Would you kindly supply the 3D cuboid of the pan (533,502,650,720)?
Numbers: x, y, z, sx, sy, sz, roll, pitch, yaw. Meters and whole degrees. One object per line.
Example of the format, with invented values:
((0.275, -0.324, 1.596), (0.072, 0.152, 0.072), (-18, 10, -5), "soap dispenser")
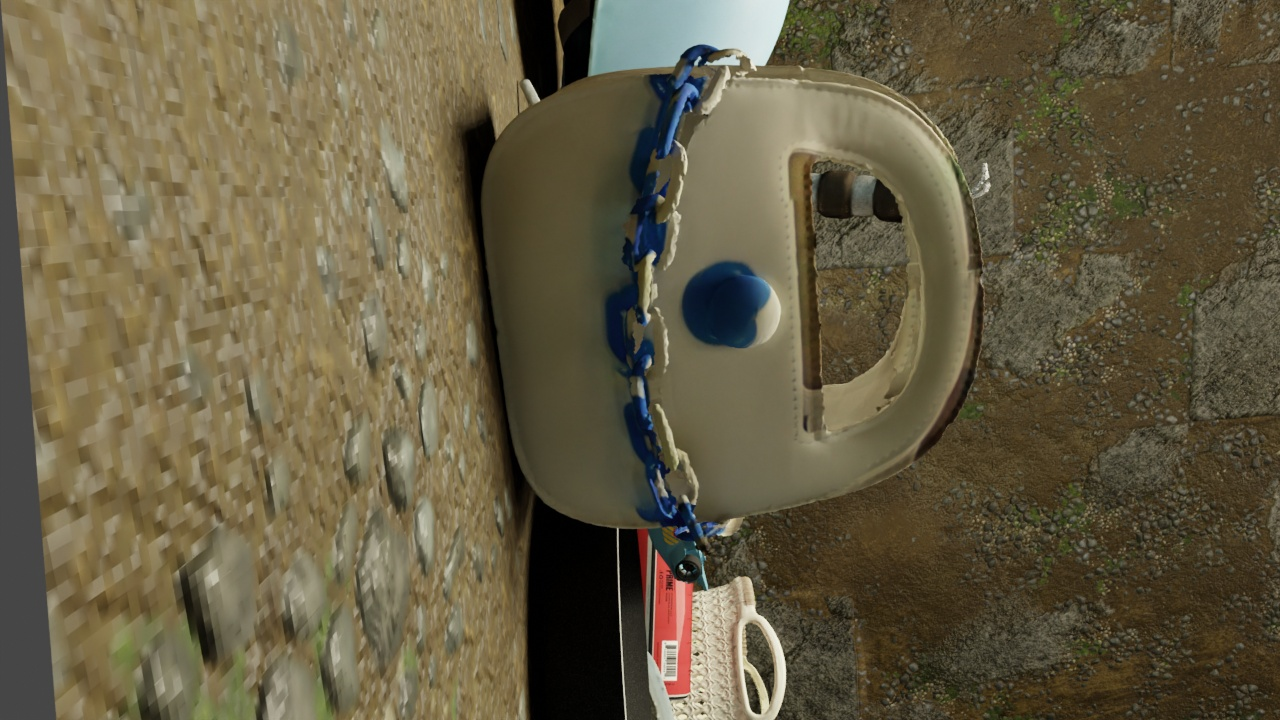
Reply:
((-0.020, 0.099, 0.526), (0.354, 0.044, 0.204), (-92, 177, -45), "pan")

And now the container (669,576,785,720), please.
((0.058, 0.315, 0.870), (0.246, 0.143, 0.184), (82, 4, -61), "container")

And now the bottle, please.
((0.011, 0.177, 0.738), (0.062, 0.062, 0.176), (77, 15, -75), "bottle")

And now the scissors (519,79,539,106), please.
((-0.036, -0.064, 0.487), (0.142, 0.014, 0.175), (-5, -78, 69), "scissors")

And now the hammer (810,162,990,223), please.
((0.105, -0.136, 0.738), (0.079, 0.327, 0.177), (-53, 144, -51), "hammer")

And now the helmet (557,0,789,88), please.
((0.011, -0.247, 0.582), (0.225, 0.166, 0.265), (-150, -116, -81), "helmet")

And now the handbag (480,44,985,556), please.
((0.040, -0.024, 0.374), (0.092, 0.200, 0.201), (-76, 159, -71), "handbag")

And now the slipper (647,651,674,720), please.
((0.007, 0.322, 0.608), (0.098, 0.054, 0.268), (-31, -107, 59), "slipper")

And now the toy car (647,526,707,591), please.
((0.015, 0.085, 0.548), (0.060, 0.027, 0.108), (-86, 162, -70), "toy car")
